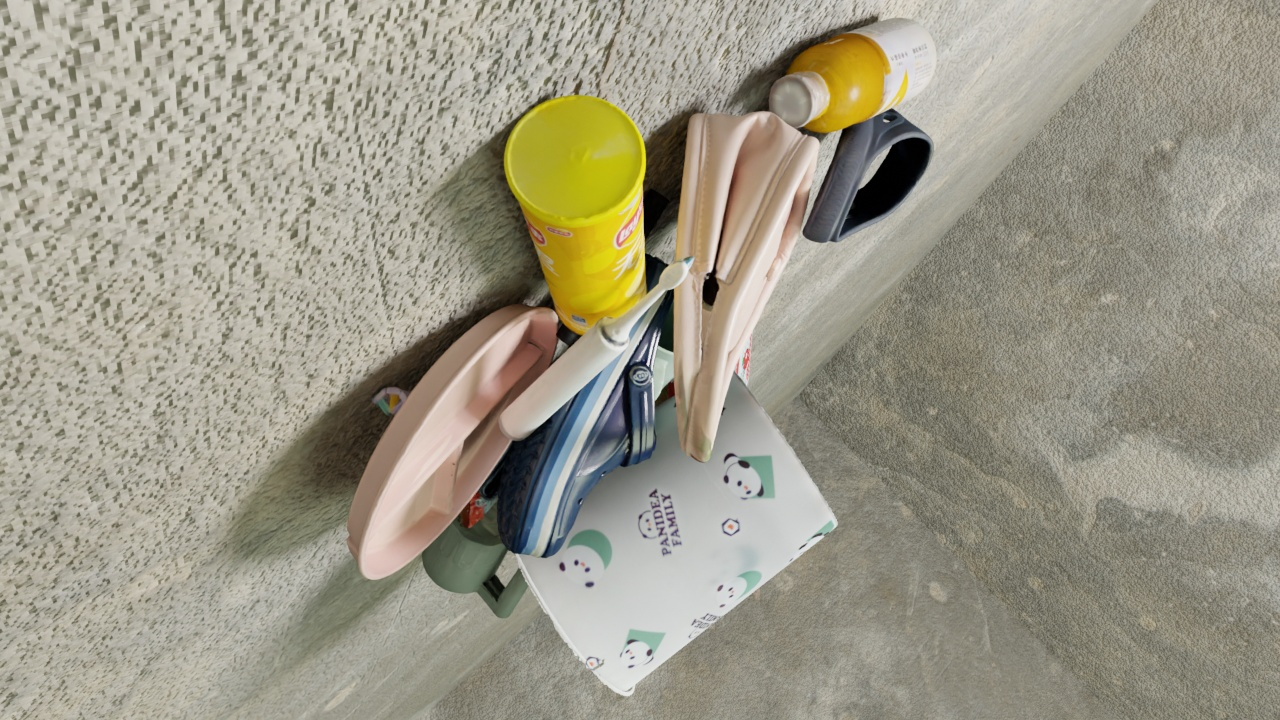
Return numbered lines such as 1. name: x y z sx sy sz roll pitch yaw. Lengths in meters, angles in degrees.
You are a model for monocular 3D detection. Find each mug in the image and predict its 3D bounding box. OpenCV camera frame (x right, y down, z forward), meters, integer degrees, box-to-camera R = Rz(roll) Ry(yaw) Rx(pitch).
1. mug: -0.160 0.195 0.945 0.083 0.124 0.104 -31 161 -43
2. mug: -0.005 0.005 0.839 0.107 0.082 0.111 -49 -148 35

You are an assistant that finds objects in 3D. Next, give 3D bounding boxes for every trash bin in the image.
1. trash bin: 0.031 0.149 0.874 0.252 0.229 0.229 -34 168 2

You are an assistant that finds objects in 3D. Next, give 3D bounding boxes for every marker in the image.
1. marker: -0.021 -0.068 0.686 0.132 0.020 0.022 -57 -162 8

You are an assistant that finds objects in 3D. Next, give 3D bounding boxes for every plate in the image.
1. plate: -0.134 0.054 0.664 0.229 0.028 0.230 -55 171 -13

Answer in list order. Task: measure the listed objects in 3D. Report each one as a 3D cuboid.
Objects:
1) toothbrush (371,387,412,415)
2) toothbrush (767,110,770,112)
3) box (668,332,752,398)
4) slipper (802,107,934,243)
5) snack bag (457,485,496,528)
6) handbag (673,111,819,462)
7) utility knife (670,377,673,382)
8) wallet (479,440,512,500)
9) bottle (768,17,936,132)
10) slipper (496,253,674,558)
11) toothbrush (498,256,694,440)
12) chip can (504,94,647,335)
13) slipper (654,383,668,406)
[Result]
1. toothbrush: -0.149 0.038 0.687 0.189 0.029 0.021 44 55 -79
2. toothbrush: 0.143 -0.210 0.785 0.190 0.018 0.016 -30 160 -54
3. box: 0.086 -0.026 0.976 0.160 0.060 0.201 -32 134 -43
4. slipper: 0.200 -0.158 0.795 0.267 0.083 0.111 -54 166 -60
5. snack bag: -0.146 0.121 0.908 0.105 0.026 0.045 -53 151 -48
6. handbag: 0.059 -0.042 0.667 0.193 0.093 0.234 74 29 -75
7. utility knife: 0.065 -0.067 0.874 0.191 0.018 0.034 -66 159 4
8. wallet: -0.106 0.062 0.840 0.121 0.019 0.097 -54 -170 40
9. bottle: 0.163 -0.218 0.708 0.189 0.068 0.068 -32 164 -42
10. slipper: -0.030 0.039 0.722 0.252 0.095 0.105 -65 -166 -7
11. toothbrush: -0.034 -0.004 0.609 0.222 0.027 0.026 -41 -172 43
12. chip can: -0.032 -0.076 0.559 0.072 0.072 0.213 -42 169 -9
13. slipper: -0.008 0.038 1.011 0.190 0.081 0.092 -57 163 -18
